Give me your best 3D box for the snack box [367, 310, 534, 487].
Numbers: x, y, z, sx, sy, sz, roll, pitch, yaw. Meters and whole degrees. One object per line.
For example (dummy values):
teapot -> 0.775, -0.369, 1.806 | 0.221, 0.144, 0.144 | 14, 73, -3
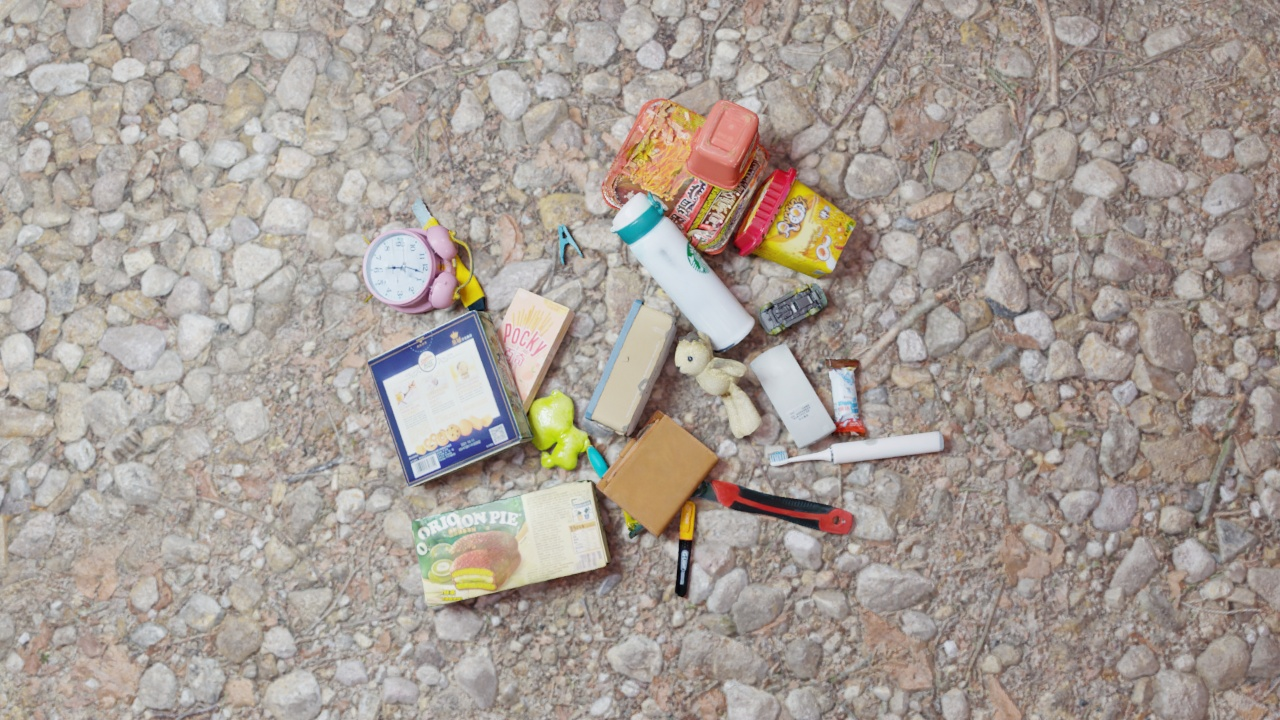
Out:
snack box -> -0.251, 0.051, 1.201 | 0.178, 0.045, 0.182 | -23, 81, 18

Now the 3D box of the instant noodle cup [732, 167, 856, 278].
instant noodle cup -> 0.201, -0.171, 1.191 | 0.123, 0.116, 0.116 | 27, 85, -4

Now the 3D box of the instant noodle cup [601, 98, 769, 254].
instant noodle cup -> 0.057, -0.240, 1.221 | 0.189, 0.079, 0.164 | 29, 85, 6

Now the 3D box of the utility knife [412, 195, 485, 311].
utility knife -> -0.265, -0.146, 1.265 | 0.033, 0.015, 0.190 | -32, 81, 3

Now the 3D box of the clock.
clock -> -0.297, -0.123, 1.231 | 0.159, 0.059, 0.117 | -2, 88, 12

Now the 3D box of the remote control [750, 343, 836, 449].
remote control -> 0.198, 0.045, 1.194 | 0.056, 0.019, 0.135 | -31, 72, 5

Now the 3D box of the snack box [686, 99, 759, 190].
snack box -> 0.104, -0.272, 1.145 | 0.082, 0.080, 0.091 | 24, 81, 4

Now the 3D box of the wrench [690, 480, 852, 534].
wrench -> 0.140, 0.177, 1.194 | 0.273, 0.016, 0.056 | 17, 85, 7

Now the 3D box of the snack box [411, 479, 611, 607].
snack box -> -0.165, 0.235, 1.186 | 0.240, 0.063, 0.114 | -14, 82, 3

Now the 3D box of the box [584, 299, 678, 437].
box -> -0.007, 0.007, 1.191 | 0.063, 0.090, 0.184 | 21, 82, 7

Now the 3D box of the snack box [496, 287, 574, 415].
snack box -> -0.158, -0.011, 1.225 | 0.084, 0.026, 0.157 | 23, 85, 22

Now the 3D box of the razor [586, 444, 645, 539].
razor -> -0.033, 0.167, 1.201 | 0.043, 0.028, 0.132 | -33, 84, -15

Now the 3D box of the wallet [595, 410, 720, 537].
wallet -> 0.021, 0.144, 1.181 | 0.108, 0.031, 0.131 | 38, 80, 6

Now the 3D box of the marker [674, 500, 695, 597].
marker -> 0.058, 0.245, 1.192 | 0.018, 0.015, 0.123 | 5, 85, 9

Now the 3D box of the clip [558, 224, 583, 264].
clip -> -0.100, -0.161, 1.256 | 0.034, 0.013, 0.055 | -21, 81, 0

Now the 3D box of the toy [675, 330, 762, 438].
toy -> 0.099, 0.032, 1.176 | 0.066, 0.105, 0.157 | -40, 103, -19

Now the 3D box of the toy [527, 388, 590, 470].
toy -> -0.113, 0.094, 1.216 | 0.100, 0.031, 0.096 | 34, 88, 7

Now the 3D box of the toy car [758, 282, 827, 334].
toy car -> 0.200, -0.067, 1.209 | 0.091, 0.036, 0.043 | -26, 83, 0

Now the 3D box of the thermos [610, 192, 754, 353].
thermos -> 0.054, -0.115, 1.170 | 0.073, 0.073, 0.224 | -42, 105, -2

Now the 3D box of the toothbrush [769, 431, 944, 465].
toothbrush -> 0.278, 0.117, 1.186 | 0.221, 0.026, 0.026 | -7, 101, 4

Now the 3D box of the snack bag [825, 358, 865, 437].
snack bag -> 0.267, 0.048, 1.196 | 0.048, 0.026, 0.104 | 0, 83, -4
